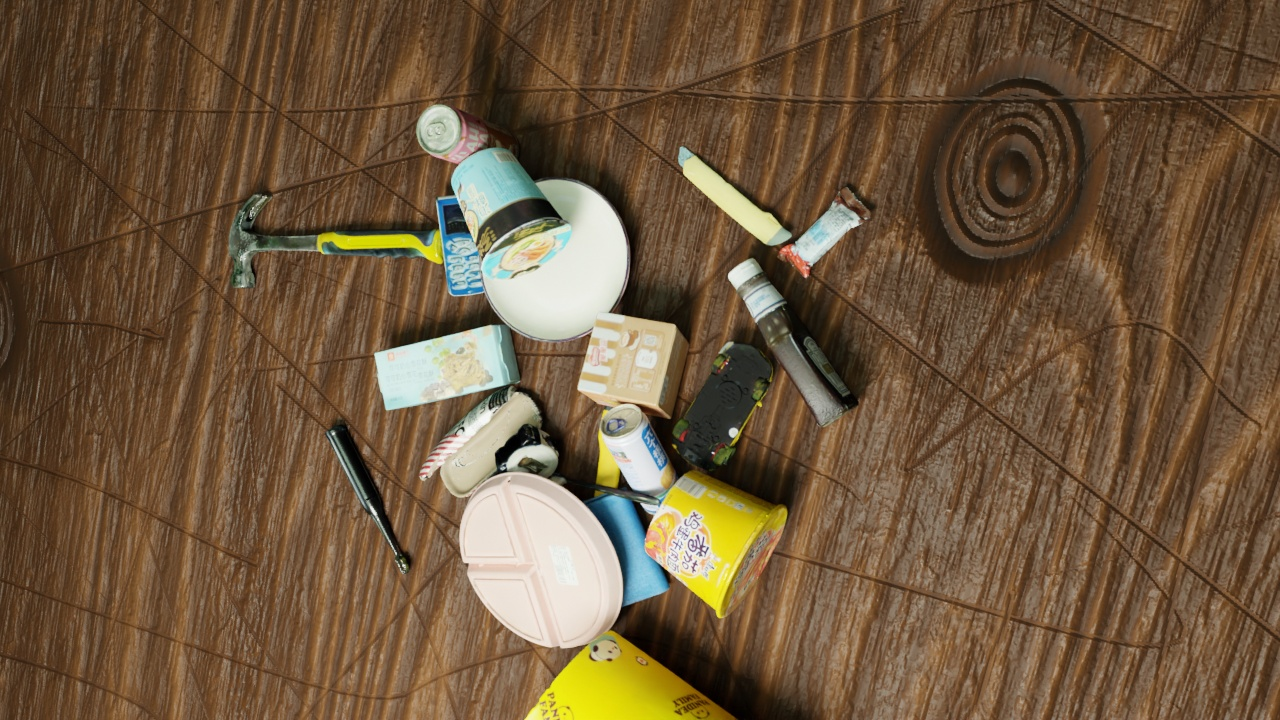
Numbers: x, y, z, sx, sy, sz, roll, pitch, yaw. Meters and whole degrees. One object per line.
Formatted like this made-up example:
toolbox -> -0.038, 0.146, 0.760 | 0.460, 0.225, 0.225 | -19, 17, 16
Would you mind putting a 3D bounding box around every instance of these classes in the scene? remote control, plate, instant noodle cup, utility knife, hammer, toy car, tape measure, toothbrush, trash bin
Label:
remote control -> -0.219, -0.142, 1.128 | 0.049, 0.024, 0.125 | -7, 91, -7
plate -> -0.098, -0.118, 1.086 | 0.193, 0.039, 0.192 | 1, 93, 19
instant noodle cup -> 0.078, 0.192, 0.999 | 0.110, 0.137, 0.138 | 28, 101, 23
utility knife -> 0.099, -0.184, 1.028 | 0.167, 0.018, 0.031 | 43, 100, 11
utility knife -> -0.042, 0.145, 1.091 | 0.033, 0.015, 0.209 | 12, 101, 19
hammer -> -0.397, -0.155, 1.189 | 0.324, 0.031, 0.126 | 2, 94, 19
toy car -> 0.094, 0.052, 1.028 | 0.071, 0.041, 0.156 | 31, 103, 15
tape measure -> -0.131, 0.114, 1.093 | 0.066, 0.066, 0.033 | -45, 36, 20
toothbrush -> -0.045, 0.150, 1.053 | 0.181, 0.018, 0.016 | 4, 132, 43
plate -> -0.125, 0.241, 1.080 | 0.230, 0.028, 0.230 | 11, 113, 27
toothbrush -> -0.351, 0.181, 1.192 | 0.212, 0.026, 0.027 | 61, 146, 7
trash bin -> 0.010, 0.446, 0.989 | 0.255, 0.229, 0.230 | 35, 103, 19
instant noodle cup -> -0.154, -0.169, 1.032 | 0.111, 0.111, 0.120 | -36, 73, 16

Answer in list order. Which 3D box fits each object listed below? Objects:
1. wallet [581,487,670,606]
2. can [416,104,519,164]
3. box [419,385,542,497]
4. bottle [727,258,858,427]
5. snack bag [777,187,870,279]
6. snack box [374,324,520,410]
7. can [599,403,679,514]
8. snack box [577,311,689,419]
wallet -> -0.038, 0.225, 1.077 | 0.106, 0.040, 0.133 | -22, 94, 15
can -> -0.195, -0.252, 1.055 | 0.058, 0.147, 0.058 | 1, 93, 18
box -> -0.189, 0.103, 1.118 | 0.088, 0.076, 0.163 | 42, 104, -15
bottle -> 0.160, -0.021, 0.983 | 0.044, 0.079, 0.195 | -36, 79, 22
snack bag -> 0.198, -0.136, 0.992 | 0.105, 0.026, 0.045 | -45, 71, 14
snack box -> -0.239, 0.009, 1.133 | 0.175, 0.051, 0.074 | -12, 89, 18
can -> 0.002, 0.110, 1.017 | 0.053, 0.053, 0.135 | -12, 131, 19
snack box -> -0.006, 0.006, 1.030 | 0.094, 0.077, 0.092 | 11, 79, 17
